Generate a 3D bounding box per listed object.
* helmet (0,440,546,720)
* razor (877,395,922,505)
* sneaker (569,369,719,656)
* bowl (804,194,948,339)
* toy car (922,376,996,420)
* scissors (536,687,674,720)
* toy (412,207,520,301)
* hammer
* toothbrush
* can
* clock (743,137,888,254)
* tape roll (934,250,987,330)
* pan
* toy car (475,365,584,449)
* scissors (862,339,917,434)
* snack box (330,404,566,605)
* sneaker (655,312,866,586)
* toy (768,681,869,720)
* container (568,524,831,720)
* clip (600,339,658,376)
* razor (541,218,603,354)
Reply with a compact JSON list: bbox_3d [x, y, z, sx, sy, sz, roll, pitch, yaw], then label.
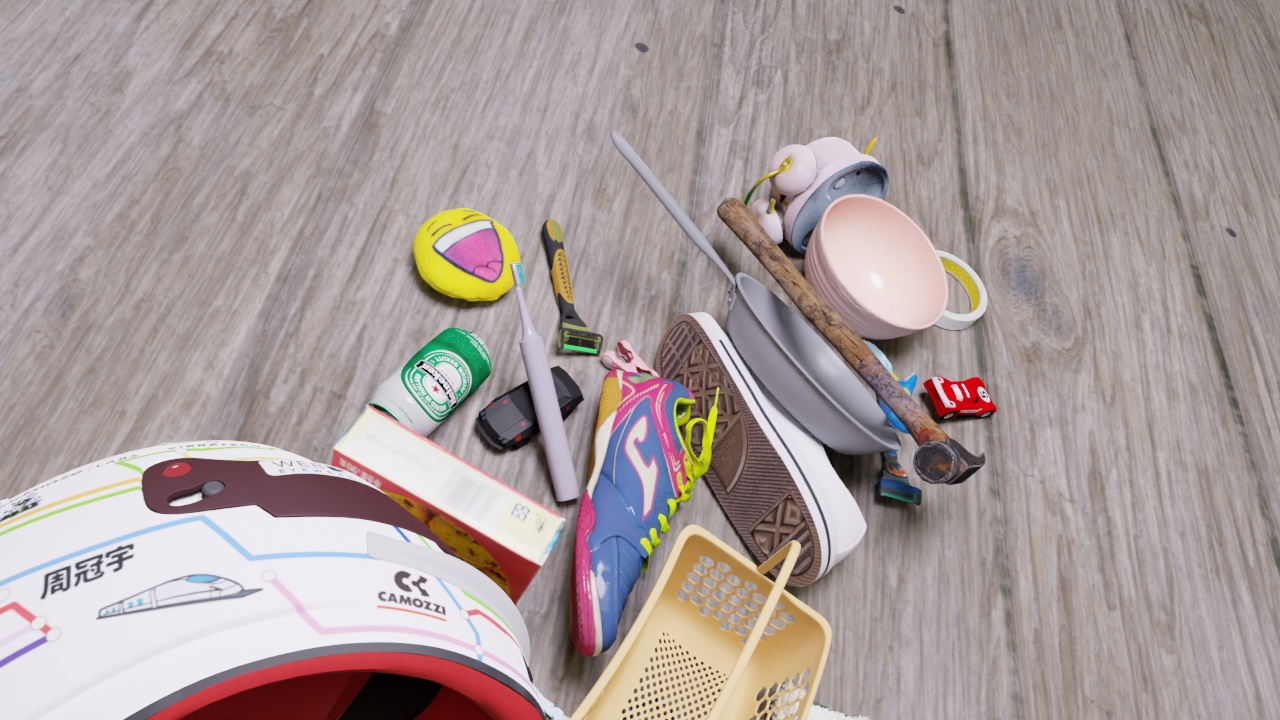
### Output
[{"bbox_3d":[-0.228,0.155,0.482,0.313,0.231,0.236,-12,36,-22],"label":"helmet"},{"bbox_3d":[0.232,0.070,0.850,0.044,0.018,0.140,16,50,-13],"label":"razor"},{"bbox_3d":[0.002,0.103,0.677,0.091,0.116,0.241,11,48,-3],"label":"sneaker"},{"bbox_3d":[0.219,-0.080,0.902,0.153,0.076,0.152,14,59,-24],"label":"bowl"},{"bbox_3d":[0.313,0.035,0.894,0.089,0.025,0.038,0,58,-32],"label":"toy car"},{"bbox_3d":[-0.029,0.258,0.630,0.129,0.014,0.118,41,56,11],"label":"scissors"},{"bbox_3d":[-0.150,-0.091,0.795,0.095,0.041,0.094,-33,78,-37],"label":"toy"},{"bbox_3d":[0.176,-0.025,0.810,0.119,0.033,0.330,10,39,-57],"label":"hammer"},{"bbox_3d":[-0.077,0.016,0.709,0.019,0.018,0.188,-15,94,-26],"label":"toothbrush"},{"bbox_3d":[-0.161,0.019,0.710,0.053,0.053,0.100,38,53,6],"label":"can"},{"bbox_3d":[0.171,-0.165,0.924,0.157,0.117,0.058,-13,53,-28],"label":"clock"},{"bbox_3d":[0.325,-0.076,0.981,0.094,0.019,0.093,10,55,-15],"label":"tape roll"},{"bbox_3d":[0.090,-0.048,0.771,0.356,0.051,0.200,43,17,-11],"label":"pan"},{"bbox_3d":[-0.088,0.036,0.737,0.091,0.036,0.042,-31,73,-34],"label":"toy car"},{"bbox_3d":[0.242,0.029,0.860,0.130,0.014,0.125,54,31,5],"label":"scissors"},{"bbox_3d":[-0.136,0.112,0.601,0.142,0.145,0.040,30,50,-1],"label":"snack box"},{"bbox_3d":[0.107,0.061,0.770,0.097,0.091,0.245,-12,60,-40],"label":"sneaker"},{"bbox_3d":[0.128,0.293,0.652,0.095,0.041,0.108,23,59,-7],"label":"toy"},{"bbox_3d":[0.037,0.209,0.570,0.129,0.167,0.182,35,53,4],"label":"container"},{"bbox_3d":[-0.011,0.008,0.796,0.045,0.023,0.060,-14,63,-23],"label":"clip"},{"bbox_3d":[-0.068,-0.069,0.824,0.044,0.021,0.144,9,54,-37],"label":"razor"}]
